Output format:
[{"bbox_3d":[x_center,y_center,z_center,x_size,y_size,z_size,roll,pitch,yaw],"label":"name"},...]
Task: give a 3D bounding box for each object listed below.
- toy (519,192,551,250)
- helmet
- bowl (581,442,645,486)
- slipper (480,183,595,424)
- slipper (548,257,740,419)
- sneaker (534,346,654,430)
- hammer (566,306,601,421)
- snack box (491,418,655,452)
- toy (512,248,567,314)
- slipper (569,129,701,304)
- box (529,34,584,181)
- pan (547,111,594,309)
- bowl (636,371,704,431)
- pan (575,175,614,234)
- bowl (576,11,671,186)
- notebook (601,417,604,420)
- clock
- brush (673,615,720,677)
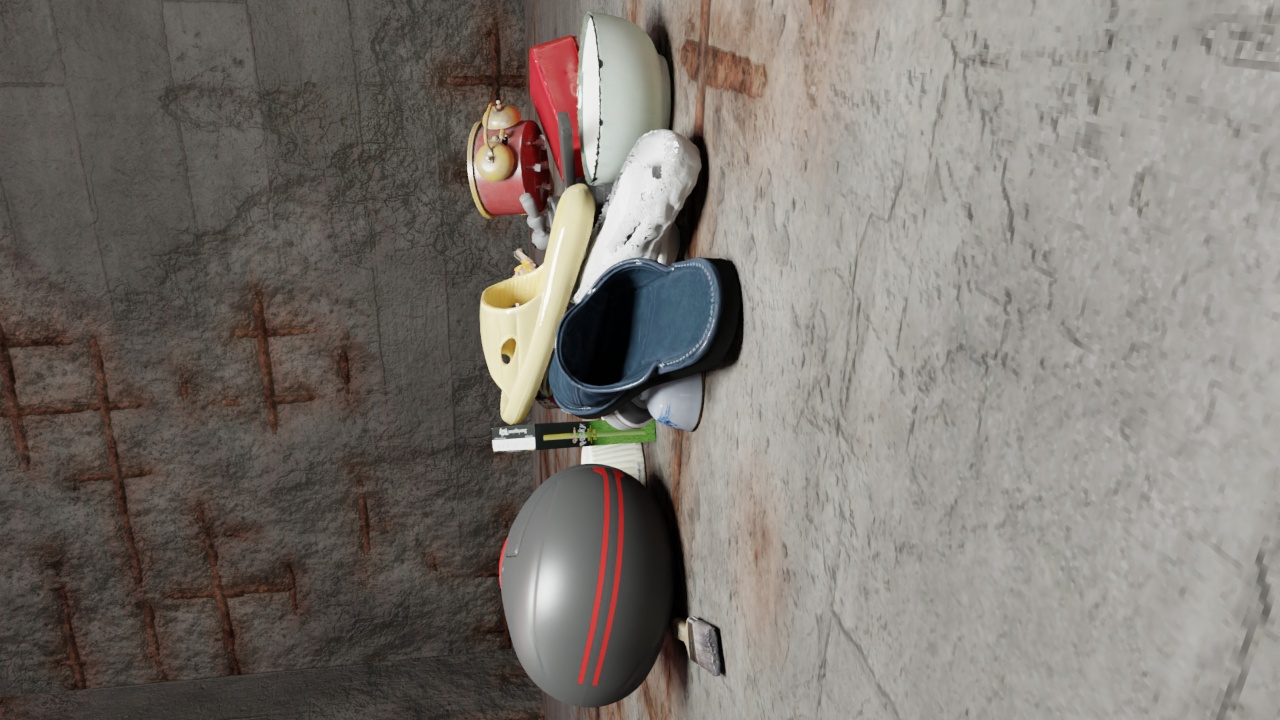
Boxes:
[{"bbox_3d":[-0.114,-0.144,1.075,0.049,0.030,0.112,-120,7,-55],"label":"toy"},{"bbox_3d":[-0.048,0.198,0.879,0.170,0.164,0.264,116,162,-48],"label":"helmet"},{"bbox_3d":[-0.034,0.136,1.069,0.115,0.062,0.115,176,91,-80],"label":"bowl"},{"bbox_3d":[-0.115,-0.055,0.900,0.111,0.079,0.262,-108,37,-62],"label":"slipper"},{"bbox_3d":[-0.029,-0.022,0.722,0.266,0.083,0.108,-21,63,59],"label":"slipper"},{"bbox_3d":[-0.054,0.015,0.921,0.129,0.096,0.263,-46,22,10],"label":"sneaker"},{"bbox_3d":[-0.081,-0.020,1.244,0.129,0.040,0.321,146,115,-77],"label":"hammer"},{"bbox_3d":[-0.067,0.076,0.939,0.080,0.147,0.025,-10,83,51],"label":"snack box"},{"bbox_3d":[-0.136,-0.089,1.141,0.264,0.065,0.196,77,168,-79],"label":"toy"},{"bbox_3d":[-0.003,-0.109,0.796,0.247,0.074,0.112,127,141,-62],"label":"slipper"},{"bbox_3d":[-0.070,-0.283,1.045,0.157,0.112,0.134,161,101,-80],"label":"box"},{"bbox_3d":[-0.071,-0.152,1.027,0.358,0.041,0.178,93,163,-65],"label":"pan"},{"bbox_3d":[0.019,0.006,0.789,0.114,0.045,0.114,177,91,-80],"label":"bowl"},{"bbox_3d":[-0.051,-0.176,1.174,0.356,0.040,0.208,-108,18,-61],"label":"pan"},{"bbox_3d":[-0.015,-0.239,0.844,0.153,0.073,0.153,176,91,-80],"label":"bowl"},{"bbox_3d":[-0.042,0.141,1.262,0.153,0.012,0.208,105,159,-57],"label":"notebook"},{"bbox_3d":[-0.152,-0.240,1.096,0.159,0.081,0.117,65,-153,-63],"label":"clock"},{"bbox_3d":[0.047,0.239,0.787,0.151,0.012,0.039,132,135,-77],"label":"brush"}]
